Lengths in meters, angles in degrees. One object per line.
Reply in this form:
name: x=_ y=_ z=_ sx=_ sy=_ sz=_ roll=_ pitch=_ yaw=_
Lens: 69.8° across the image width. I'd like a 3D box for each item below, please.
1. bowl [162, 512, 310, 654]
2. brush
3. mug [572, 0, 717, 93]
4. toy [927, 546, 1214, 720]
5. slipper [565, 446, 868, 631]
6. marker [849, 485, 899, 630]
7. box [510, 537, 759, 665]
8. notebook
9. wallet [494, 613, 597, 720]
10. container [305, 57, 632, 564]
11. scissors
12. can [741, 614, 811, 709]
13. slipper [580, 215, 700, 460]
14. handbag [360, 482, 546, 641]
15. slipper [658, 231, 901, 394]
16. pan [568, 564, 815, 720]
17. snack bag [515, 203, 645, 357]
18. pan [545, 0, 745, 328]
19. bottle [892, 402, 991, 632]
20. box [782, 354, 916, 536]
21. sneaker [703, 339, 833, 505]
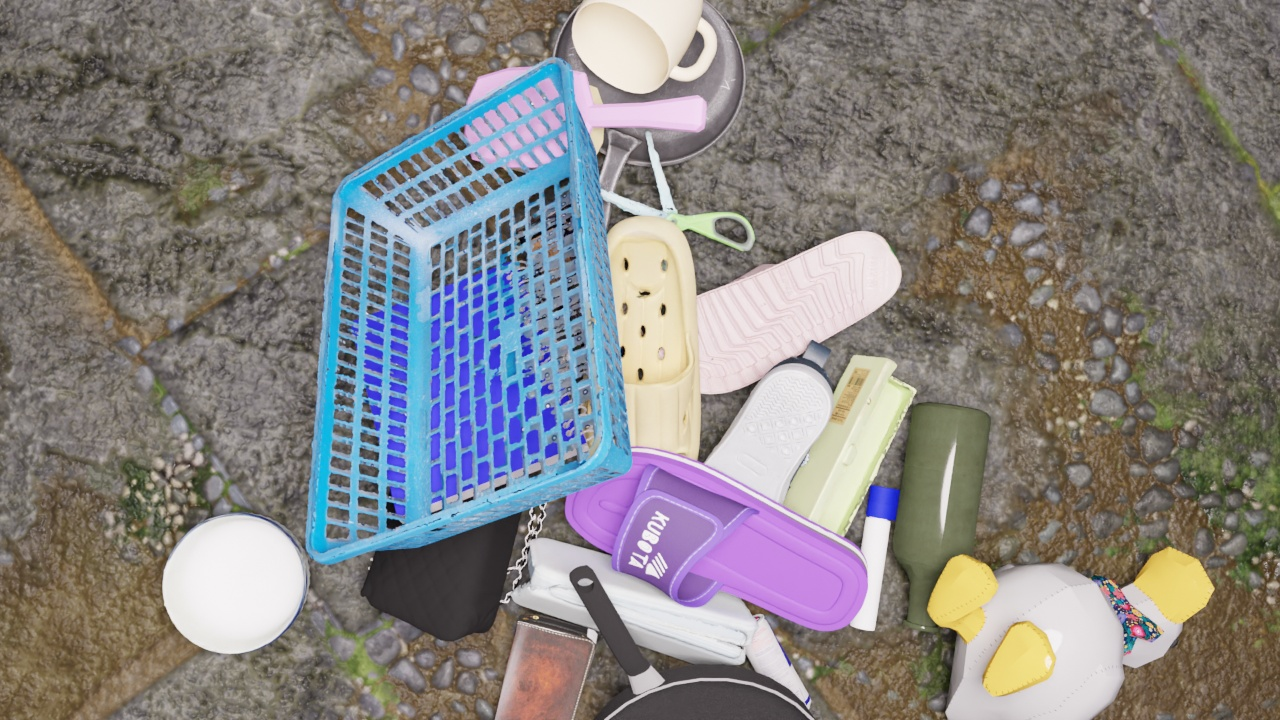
bowl: x=-0.344 y=0.189 z=0.801 sx=0.118 sy=0.062 sz=0.118 roll=0 pitch=86 yaw=-5
brush: x=-0.048 y=-0.212 z=0.813 sx=0.229 sy=0.043 sz=0.089 roll=5 pitch=91 yaw=21
mug: x=0.014 y=-0.298 z=0.802 sx=0.120 sy=0.096 sz=0.099 roll=31 pitch=65 yaw=-5
toy: x=0.371 y=0.253 z=0.820 sx=0.267 sy=0.141 sz=0.247 roll=19 pitch=116 yaw=-36
slipper: x=0.059 y=0.161 z=0.766 sx=0.266 sy=0.083 sz=0.107 roll=22 pitch=113 yaw=5
marker: x=0.221 y=0.186 z=0.869 sx=0.027 sy=0.023 sz=0.133 roll=12 pitch=85 yaw=-26
box: x=0.000 y=0.201 z=0.804 sx=0.215 sy=0.123 sz=0.083 roll=24 pitch=61 yaw=-15
notebook: x=-0.149 y=0.018 z=0.796 sx=0.171 sy=0.022 sz=0.209 roll=-21 pitch=57 yaw=-5
wallet: x=-0.087 y=0.289 z=0.817 sx=0.072 sy=0.019 sz=0.123 roll=16 pitch=104 yaw=0
container: x=-0.127 y=-0.034 z=0.716 sx=0.258 sy=0.089 sz=0.361 roll=-22 pitch=57 yaw=23
scissors: x=0.028 y=-0.122 z=0.854 sx=0.171 sy=0.025 sz=0.160 roll=16 pitch=101 yaw=-18
can: x=0.123 y=0.284 z=0.850 sx=0.032 sy=0.032 sz=0.095 roll=-29 pitch=89 yaw=-6
slipper: x=-0.005 y=0.005 z=0.807 sx=0.111 sy=0.079 sz=0.261 roll=4 pitch=100 yaw=13
handbag: x=-0.168 y=0.156 z=0.820 sx=0.125 sy=0.114 sz=0.153 roll=11 pitch=89 yaw=19
slipper: x=0.124 y=-0.043 z=0.855 sx=0.239 sy=0.064 sz=0.094 roll=-26 pitch=93 yaw=7
pan: x=0.026 y=0.307 z=0.780 sx=0.225 sy=0.034 sz=0.356 roll=-25 pitch=109 yaw=6
snack bag: x=-0.046 y=-0.070 z=0.840 sx=0.074 sy=0.018 sz=0.155 roll=-32 pitch=109 yaw=-8
pan: x=-0.019 y=-0.200 z=0.864 sx=0.187 sy=0.055 sz=0.356 roll=21 pitch=81 yaw=-3
bottle: x=0.275 y=0.145 z=0.852 sx=0.071 sy=0.071 sz=0.206 roll=10 pitch=86 yaw=-4
box: x=0.196 y=0.094 z=0.852 sx=0.083 sy=0.091 sz=0.188 roll=29 pitch=88 yaw=-20
sneaker: x=0.105 y=0.091 z=0.830 sx=0.089 sy=0.087 sz=0.236 roll=29 pitch=112 yaw=6
